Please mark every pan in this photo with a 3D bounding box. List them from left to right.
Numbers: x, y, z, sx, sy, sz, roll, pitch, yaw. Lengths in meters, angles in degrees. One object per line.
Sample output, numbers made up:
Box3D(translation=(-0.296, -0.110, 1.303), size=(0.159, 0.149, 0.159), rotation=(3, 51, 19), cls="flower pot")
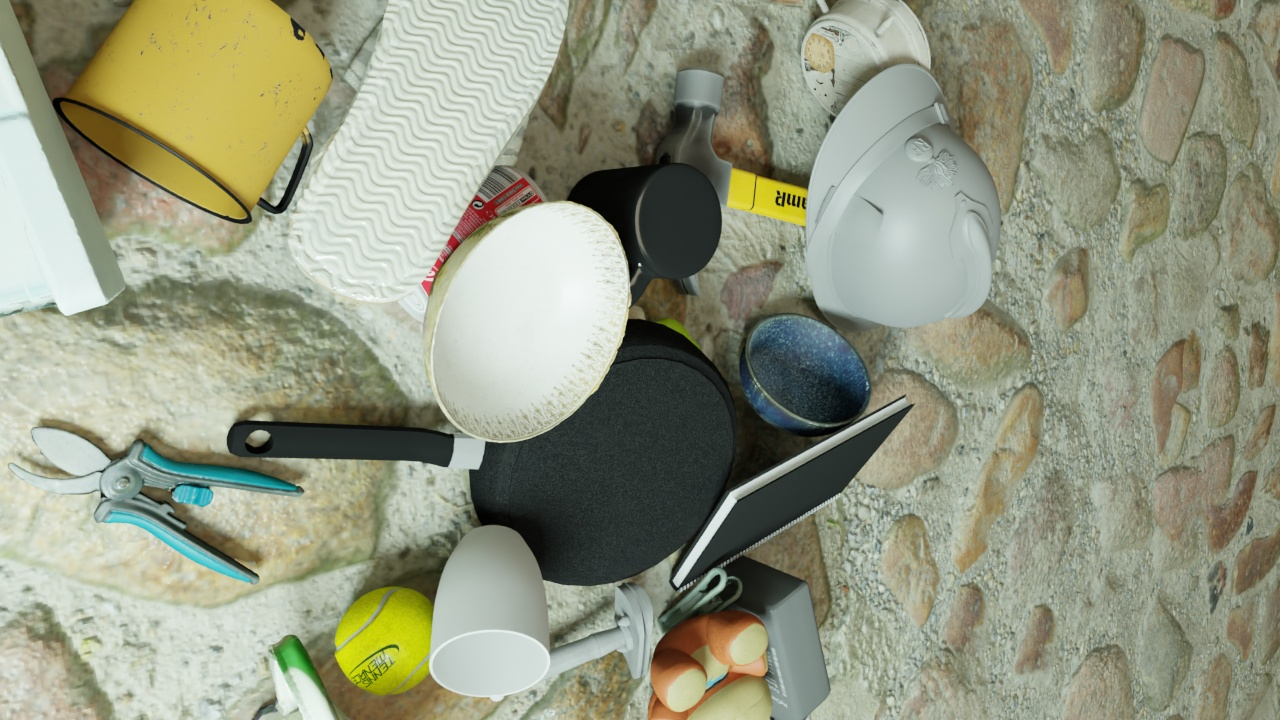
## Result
Box3D(translation=(-0.083, 0.066, 0.617), size=(0.355, 0.044, 0.204), rotation=(5, 109, -32), cls="pan")

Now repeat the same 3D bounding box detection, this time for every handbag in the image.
Box3D(translation=(-0.174, 0.237, 0.527), size=(0.073, 0.151, 0.176), rotation=(-15, 104, -35), cls="handbag")

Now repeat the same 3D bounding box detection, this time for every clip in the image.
Box3D(translation=(0.049, 0.201, 0.752), size=(0.076, 0.023, 0.042), rotation=(-45, 126, 11), cls="clip")

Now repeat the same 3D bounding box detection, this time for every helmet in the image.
Box3D(translation=(0.241, -0.104, 0.762), size=(0.183, 0.118, 0.271), rotation=(-38, 140, -14), cls="helmet")

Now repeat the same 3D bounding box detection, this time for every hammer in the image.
Box3D(translation=(0.141, -0.128, 0.793), size=(0.323, 0.034, 0.170), rotation=(5, 95, -39), cls="hammer")

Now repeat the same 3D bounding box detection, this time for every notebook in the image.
Box3D(translation=(0.125, 0.110, 0.761), size=(0.206, 0.016, 0.149), rotation=(-22, 152, -33), cls="notebook")

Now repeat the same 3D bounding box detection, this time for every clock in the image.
Box3D(translation=(0.183, -0.233, 0.775), size=(0.061, 0.103, 0.157), rotation=(-37, 142, -20), cls="clock")

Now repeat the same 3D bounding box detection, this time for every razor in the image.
Box3D(translation=(-0.049, 0.218, 0.682), size=(0.116, 0.047, 0.088), rotation=(-16, 140, -18), cls="razor")

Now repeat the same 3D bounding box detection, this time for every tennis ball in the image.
Box3D(translation=(-0.159, 0.177, 0.583), size=(0.065, 0.065, 0.065), rotation=(-6, 100, -36), cls="tennis ball")

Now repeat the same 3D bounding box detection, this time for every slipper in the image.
Box3D(translation=(-0.123, -0.154, 0.551), size=(0.114, 0.054, 0.272), rotation=(22, 70, -9), cls="slipper")

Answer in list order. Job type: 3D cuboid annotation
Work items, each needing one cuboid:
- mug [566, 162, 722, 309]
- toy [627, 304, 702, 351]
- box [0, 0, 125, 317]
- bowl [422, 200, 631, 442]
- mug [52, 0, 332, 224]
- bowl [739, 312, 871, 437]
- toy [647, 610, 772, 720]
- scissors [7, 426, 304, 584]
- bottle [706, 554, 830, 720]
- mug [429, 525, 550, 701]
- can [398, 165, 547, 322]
Box3D(translation=(-0.007, -0.083, 0.648), size=(0.078, 0.088, 0.113), rotation=(35, 75, -35), cls="mug")
Box3D(translation=(-0.004, 0.004, 0.692), size=(0.117, 0.043, 0.092), rotation=(29, 83, -32), cls="toy")
Box3D(translation=(-0.301, -0.114, 0.404), size=(0.074, 0.126, 0.197), rotation=(-50, 129, -63), cls="box")
Box3D(translation=(-0.079, -0.030, 0.542), size=(0.144, 0.063, 0.145), rotation=(-26, 128, -38), cls="bowl")
Box3D(translation=(-0.218, -0.133, 0.481), size=(0.094, 0.101, 0.124), rotation=(-64, 148, -14), cls="mug")
Box3D(translation=(0.130, 0.022, 0.774), size=(0.114, 0.061, 0.114), rotation=(12, 49, -14), cls="bowl")
Box3D(translation=(0.054, 0.271, 0.738), size=(0.112, 0.096, 0.176), rotation=(-29, 146, -22), cls="toy")
Box3D(translation=(-0.263, 0.081, 0.522), size=(0.155, 0.019, 0.124), rotation=(-17, 105, -32), cls="scissors")
Box3D(translation=(0.117, 0.261, 0.793), size=(0.046, 0.084, 0.174), rotation=(-28, 113, -31), cls="bottle")
Box3D(translation=(-0.095, 0.166, 0.589), size=(0.071, 0.089, 0.107), rotation=(-2, 130, -6), cls="mug")
Box3D(translation=(-0.111, -0.075, 0.586), size=(0.104, 0.064, 0.064), rotation=(-41, 118, -25), cls="can")
